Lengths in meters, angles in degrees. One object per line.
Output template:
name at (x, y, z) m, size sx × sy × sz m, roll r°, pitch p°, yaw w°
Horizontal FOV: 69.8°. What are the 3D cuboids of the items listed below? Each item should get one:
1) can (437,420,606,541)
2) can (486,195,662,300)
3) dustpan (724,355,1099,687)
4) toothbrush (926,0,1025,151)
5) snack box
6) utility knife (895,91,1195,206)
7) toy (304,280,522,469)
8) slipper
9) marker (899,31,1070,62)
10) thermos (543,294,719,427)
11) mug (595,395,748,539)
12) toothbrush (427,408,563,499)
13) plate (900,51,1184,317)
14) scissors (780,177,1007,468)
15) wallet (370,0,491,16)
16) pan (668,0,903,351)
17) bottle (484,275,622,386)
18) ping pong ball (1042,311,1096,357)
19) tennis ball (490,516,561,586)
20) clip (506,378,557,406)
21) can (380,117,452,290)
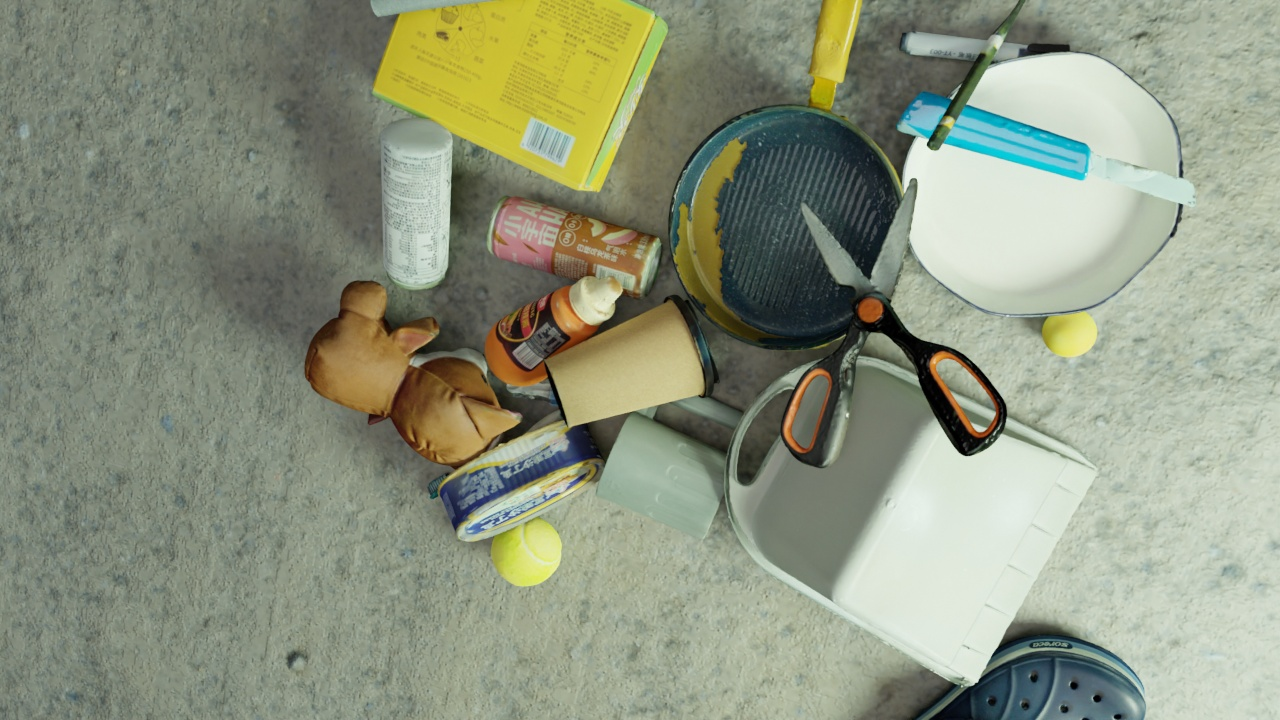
can at (-0.105, 0.107, 0.824) m, size 0.148 × 0.075 × 0.049 m, roll -25°, pitch 63°, yaw -9°
can at (-0.057, -0.100, 0.807) m, size 0.147 × 0.057 × 0.058 m, roll 17°, pitch 102°, yaw 9°
dustpan at (0.208, 0.117, 0.769) m, size 0.257 × 0.143 × 0.223 m, roll 26°, pitch 94°, yaw -33°
toothbrush at (0.261, -0.234, 0.698) m, size 0.017 × 0.012 × 0.185 m, roll 29°, pitch 77°, yaw 13°
snack box at (-0.102, -0.257, 0.784) m, size 0.210 × 0.070 × 0.158 m, roll 26°, pitch 103°, yaw 7°
utility knife at (0.306, -0.157, 0.692) m, size 0.223 × 0.018 × 0.034 m, roll 20°, pitch 101°, yaw 10°
toy at (-0.199, 0.024, 0.834) m, size 0.199 × 0.130 × 0.140 m, roll 36°, pitch 144°, yaw 8°
slipper at (0.305, 0.329, 0.786) m, size 0.253 × 0.095 × 0.105 m, roll -39°, pitch 92°, yaw 19°
marker at (0.274, -0.248, 0.731) m, size 0.131 × 0.023 × 0.018 m, roll 10°, pitch 58°, yaw 9°
thermos at (-0.005, 0.005, 0.776) m, size 0.143 × 0.093 × 0.093 m, roll -20°, pitch 95°, yaw -9°
mug at (0.031, 0.084, 0.815) m, size 0.103 × 0.084 × 0.123 m, roll 23°, pitch 78°, yaw 6°
toothbrush at (-0.130, 0.082, 0.876) m, size 0.192 × 0.016 × 0.018 m, roll -32°, pitch 81°, yaw 16°
plate at (0.312, -0.136, 0.729) m, size 0.205 × 0.045 × 0.205 m, roll 2°, pitch 100°, yaw 11°
scissors at (0.177, -0.015, 0.679) m, size 0.232 × 0.021 × 0.221 m, roll 40°, pitch 107°, yaw 24°
wallet at (-0.157, -0.336, 0.727) m, size 0.130 × 0.037 × 0.106 m, roll -3°, pitch 98°, yaw 11°
pan at (0.131, -0.177, 0.712) m, size 0.198 × 0.078 × 0.358 m, roll 21°, pitch 111°, yaw 19°
bottle at (-0.072, -0.031, 0.798) m, size 0.150 × 0.066 × 0.067 m, roll -32°, pitch 92°, yaw 35°
ping pong ball at (0.347, -0.023, 0.742) m, size 0.040 × 0.040 × 0.040 m, roll 2°, pitch 100°, yaw 12°
tennis ball at (-0.107, 0.178, 0.860) m, size 0.065 × 0.065 × 0.065 m, roll 2°, pitch 100°, yaw 12°
clip at (-0.096, 0.026, 0.854) m, size 0.058 × 0.036 × 0.025 m, roll 6°, pitch 63°, yaw 14°
can at (-0.195, -0.134, 0.798) m, size 0.058 × 0.058 × 0.147 m, roll 21°, pitch 134°, yaw 8°
